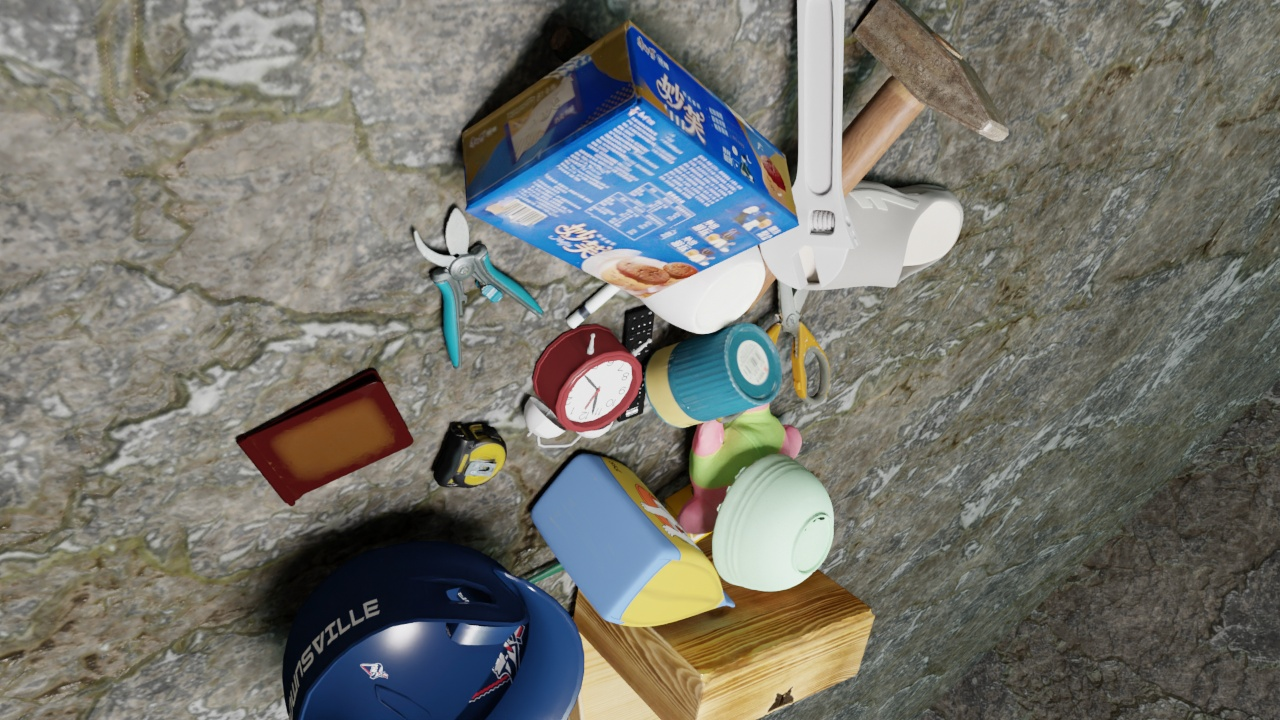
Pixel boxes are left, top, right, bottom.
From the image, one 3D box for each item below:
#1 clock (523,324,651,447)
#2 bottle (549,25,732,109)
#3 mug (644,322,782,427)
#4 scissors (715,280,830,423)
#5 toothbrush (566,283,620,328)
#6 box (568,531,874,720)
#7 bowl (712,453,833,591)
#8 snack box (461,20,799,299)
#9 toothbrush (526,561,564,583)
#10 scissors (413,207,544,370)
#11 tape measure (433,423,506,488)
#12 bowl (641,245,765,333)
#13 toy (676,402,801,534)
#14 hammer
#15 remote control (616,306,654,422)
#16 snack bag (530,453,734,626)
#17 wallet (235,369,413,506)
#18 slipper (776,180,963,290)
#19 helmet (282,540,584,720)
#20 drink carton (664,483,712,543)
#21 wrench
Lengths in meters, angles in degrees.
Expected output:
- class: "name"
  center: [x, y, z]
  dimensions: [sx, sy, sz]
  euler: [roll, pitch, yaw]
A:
- class: "clock"
  center: [-0.052, 0.027, 0.846]
  dimensions: [0.096, 0.048, 0.138]
  euler: [4, 122, -43]
- class: "bottle"
  center: [0.001, -0.197, 0.672]
  dimensions: [0.174, 0.055, 0.055]
  euler: [18, 113, -47]
- class: "mug"
  center: [0.076, 0.004, 0.877]
  dimensions: [0.083, 0.108, 0.113]
  euler: [52, 49, -15]
- class: "scissors"
  center: [0.144, -0.020, 0.959]
  dimensions: [0.216, 0.016, 0.225]
  euler: [-33, 128, -21]
- class: "toothbrush"
  center: [0.008, -0.091, 0.815]
  dimensions: [0.187, 0.012, 0.017]
  euler: [-41, 144, -1]
- class: "box"
  center: [0.061, 0.395, 1.150]
  dimensions: [0.278, 0.284, 0.324]
  euler: [-8, 119, -36]
- class: "bowl"
  center: [0.152, 0.179, 0.964]
  dimensions: [0.150, 0.077, 0.151]
  euler: [-18, 116, -40]
- class: "snack box"
  center: [-0.003, -0.130, 0.666]
  dimensions: [0.155, 0.069, 0.202]
  euler: [-24, 152, 31]
- class: "toothbrush"
  center: [-0.104, 0.234, 1.030]
  dimensions: [0.189, 0.017, 0.016]
  euler: [-21, 137, -27]
- class: "scissors"
  center: [-0.135, -0.049, 0.725]
  dimensions: [0.153, 0.019, 0.124]
  euler: [22, 109, -47]
- class: "tape measure"
  center: [-0.151, 0.087, 0.831]
  dimensions: [0.061, 0.034, 0.062]
  euler: [-2, 128, -42]
- class: "bowl"
  center: [0.059, -0.075, 0.815]
  dimensions: [0.116, 0.065, 0.116]
  euler: [-30, 151, -19]
- class: "toy"
  center: [0.124, 0.140, 1.042]
  dimensions: [0.191, 0.097, 0.237]
  euler: [-33, 116, -25]
- class: "hammer"
  center: [0.170, -0.151, 0.817]
  dimensions: [0.037, 0.158, 0.302]
  euler: [2, 137, -46]
- class: "remote control"
  center: [-0.005, 0.005, 0.897]
  dimensions: [0.030, 0.009, 0.140]
  euler: [-19, 137, -26]
- class: "snack bag"
  center: [0.006, 0.196, 0.971]
  dimensions: [0.102, 0.159, 0.205]
  euler: [-51, 143, 9]
- class: "wallet"
  center: [-0.250, 0.064, 0.740]
  dimensions: [0.115, 0.018, 0.092]
  euler: [-27, 141, -13]
- class: "slipper"
  center: [0.256, -0.121, 0.934]
  dimensions: [0.265, 0.080, 0.113]
  euler: [-10, 122, -34]
- class: "helmet"
  center: [-0.182, 0.279, 0.827]
  dimensions: [0.272, 0.223, 0.232]
  euler: [28, 92, -20]
- class: "drink carton"
  center: [0.094, 0.166, 1.114]
  dimensions: [0.122, 0.040, 0.059]
  euler: [-30, 141, -15]
- class: "wrench"
  center: [0.139, -0.191, 0.762]
  dimensions: [0.018, 0.087, 0.274]
  euler: [-37, 128, -51]
